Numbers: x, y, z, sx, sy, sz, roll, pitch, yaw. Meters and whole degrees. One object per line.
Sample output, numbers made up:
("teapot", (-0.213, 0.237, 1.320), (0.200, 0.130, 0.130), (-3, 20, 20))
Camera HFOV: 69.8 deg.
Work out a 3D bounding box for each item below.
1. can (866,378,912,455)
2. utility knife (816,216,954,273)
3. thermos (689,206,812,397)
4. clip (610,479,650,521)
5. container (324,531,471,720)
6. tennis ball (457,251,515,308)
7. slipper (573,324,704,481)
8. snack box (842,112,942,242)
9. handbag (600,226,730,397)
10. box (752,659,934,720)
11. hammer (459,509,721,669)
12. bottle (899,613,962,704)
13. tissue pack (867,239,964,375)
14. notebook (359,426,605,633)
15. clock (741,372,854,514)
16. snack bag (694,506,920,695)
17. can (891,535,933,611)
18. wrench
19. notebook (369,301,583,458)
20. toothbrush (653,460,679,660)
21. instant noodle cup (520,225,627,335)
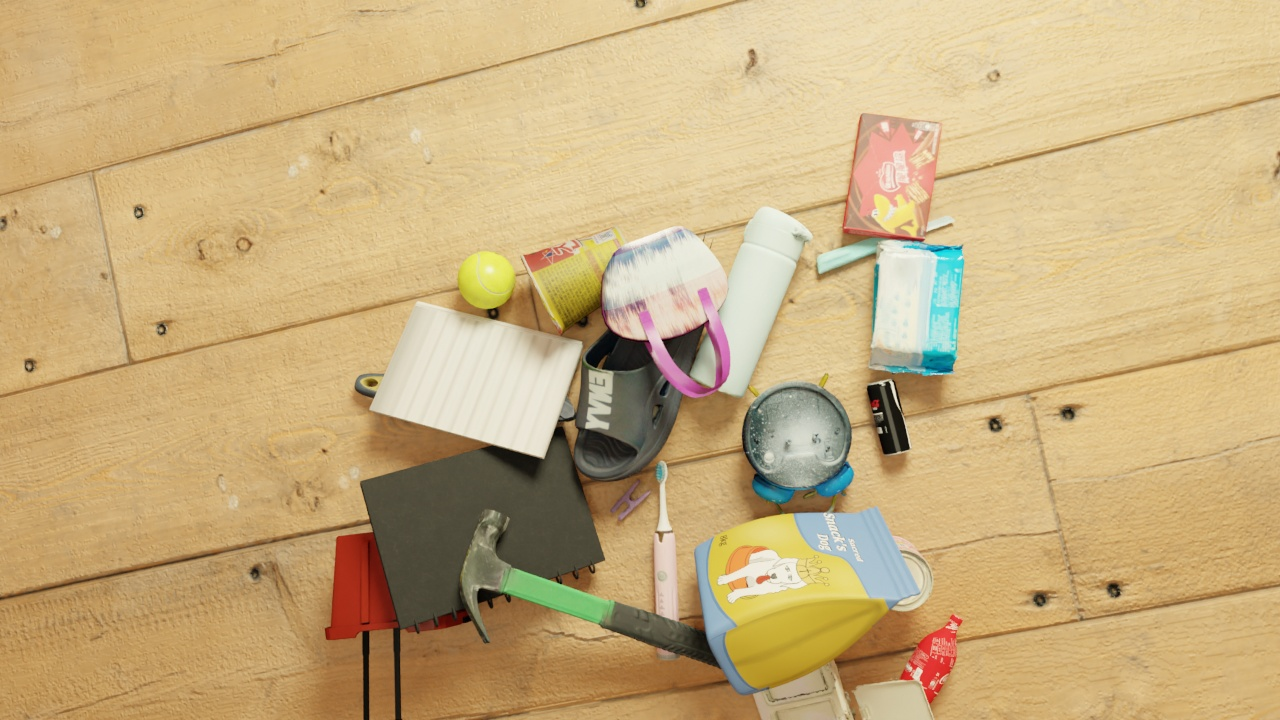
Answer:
("can", (0.272, 0.061, 1.005), (0.031, 0.031, 0.080), (-14, 88, 7))
("utility knife", (0.270, -0.132, 1.015), (0.158, 0.015, 0.022), (-19, 66, 6))
("thermos", (0.120, -0.065, 1.009), (0.078, 0.065, 0.207), (24, 93, 47))
("clip", (-0.011, 0.161, 1.051), (0.036, 0.013, 0.052), (41, 97, 7))
("container", (-0.268, 0.291, 1.025), (0.148, 0.127, 0.200), (-7, 79, 6))
("tennis ball", (-0.175, -0.091, 1.046), (0.065, 0.065, 0.065), (0, 89, 7))
("slipper", (-0.006, 0.006, 0.999), (0.111, 0.083, 0.268), (22, 88, 35))
("snack box", (0.276, -0.200, 1.006), (0.089, 0.021, 0.133), (9, 85, 8))
("handbag", (0.039, -0.044, 0.948), (0.144, 0.068, 0.170), (-22, 79, -13))
("box", (0.195, 0.359, 0.967), (0.187, 0.100, 0.145), (-23, 86, 33))
("hammer", (-0.040, 0.272, 0.986), (0.318, 0.032, 0.130), (22, 65, -11))
("bottle", (0.309, 0.339, 0.993), (0.042, 0.042, 0.141), (29, 93, 6))
("tissue pack", (0.295, -0.055, 0.989), (0.093, 0.061, 0.144), (4, 87, 9))
("notebook", (-0.168, 0.181, 1.001), (0.231, 0.019, 0.169), (-14, 78, -23))
("clock", (0.171, 0.098, 1.005), (0.117, 0.060, 0.161), (-7, 90, 6))
("snack bag", (0.168, 0.230, 0.944), (0.205, 0.158, 0.102), (-24, 111, 8))
("can", (0.273, 0.226, 0.982), (0.067, 0.076, 0.067), (0, 90, 7))
("wrench", (-0.205, 0.044, 1.055), (0.273, 0.022, 0.073), (8, 65, 14))
("notebook", (-0.185, 0.018, 1.042), (0.210, 0.009, 0.142), (14, 69, 11))
("toothbrush", (0.027, 0.225, 1.038), (0.027, 0.026, 0.222), (-3, 89, 16))
("instant noodle cup", (-0.063, -0.098, 1.024), (0.112, 0.100, 0.100), (-28, 86, -3))
